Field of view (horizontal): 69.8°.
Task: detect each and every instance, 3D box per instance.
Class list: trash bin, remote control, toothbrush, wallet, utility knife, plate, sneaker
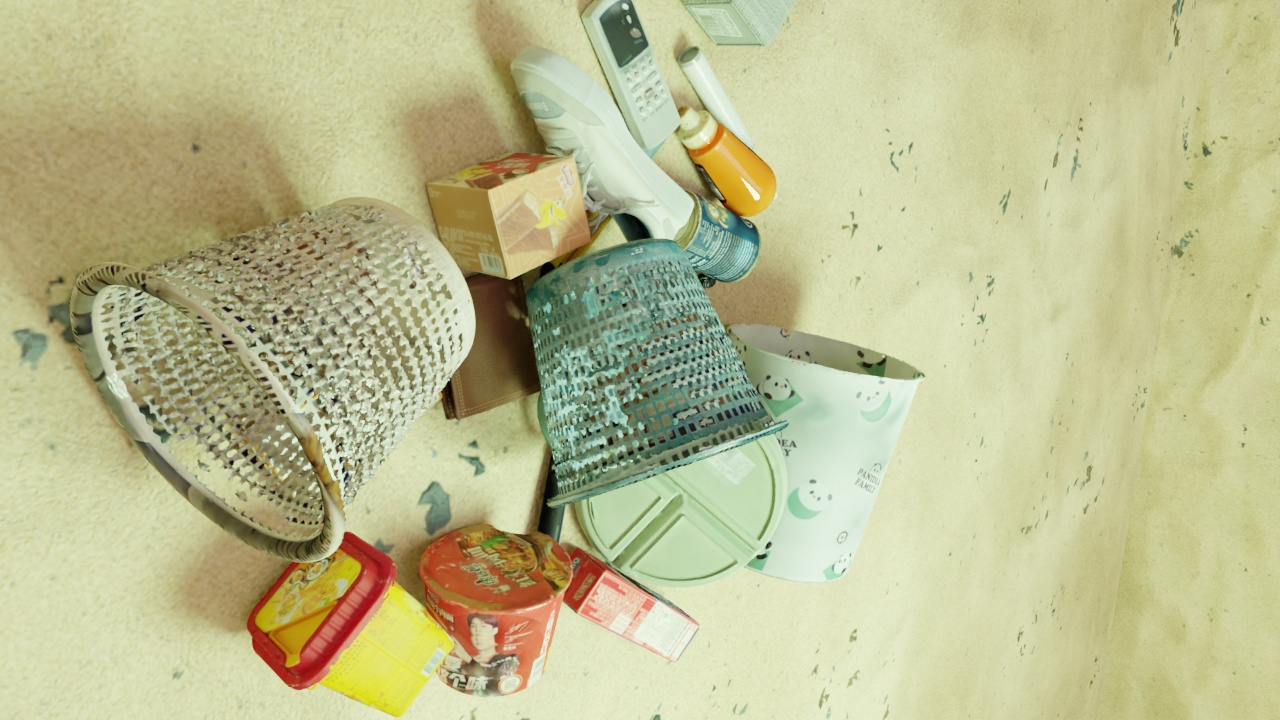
[{"bbox_3d":[0.186,0.106,1.079,0.229,0.230,0.252,-1,108,-46],"label":"trash bin"},{"bbox_3d":[-0.005,0.005,0.827,0.226,0.227,0.195,-13,82,-43],"label":"trash bin"},{"bbox_3d":[-0.006,-0.283,0.895,0.058,0.021,0.150,-46,127,-27],"label":"remote control"},{"bbox_3d":[0.033,-0.073,0.989,0.188,0.014,0.018,-23,127,-51],"label":"toothbrush"},{"bbox_3d":[-0.229,-0.008,0.633,0.191,0.228,0.228,-48,132,-42],"label":"trash bin"},{"bbox_3d":[0.104,-0.255,1.018,0.221,0.027,0.026,47,29,-42],"label":"toothbrush"},{"bbox_3d":[-0.140,-0.017,0.828,0.101,0.032,0.124,-21,107,-41],"label":"wallet"},{"bbox_3d":[-0.029,-0.162,0.917,0.230,0.015,0.033,-55,135,-20],"label":"utility knife"},{"bbox_3d":[-0.079,0.103,0.937,0.027,0.026,0.212,11,89,-54],"label":"toothbrush"},{"bbox_3d":[0.043,0.139,0.968,0.230,0.027,0.230,-1,105,-3],"label":"plate"},{"bbox_3d":[-0.046,-0.176,0.840,0.242,0.090,0.090,42,74,-41],"label":"sneaker"}]

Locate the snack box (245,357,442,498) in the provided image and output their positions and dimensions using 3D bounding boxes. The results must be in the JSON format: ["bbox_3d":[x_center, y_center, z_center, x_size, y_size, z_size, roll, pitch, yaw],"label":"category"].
[{"bbox_3d":[-0.239,0.044,0.754,0.153,0.026,0.075,-42,127,-30],"label":"snack box"}]

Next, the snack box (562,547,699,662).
[{"bbox_3d":[-0.013,0.277,1.025,0.058,0.057,0.207,-55,135,-8],"label":"snack box"}]

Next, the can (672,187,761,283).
[{"bbox_3d":[0.067,-0.132,0.980,0.111,0.075,0.075,15,90,-47],"label":"can"}]

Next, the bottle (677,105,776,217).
[{"bbox_3d":[0.087,-0.219,0.991,0.149,0.067,0.066,40,72,-37],"label":"bottle"}]

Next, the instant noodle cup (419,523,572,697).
[{"bbox_3d":[-0.136,0.232,0.843,0.137,0.138,0.109,-13,119,-43],"label":"instant noodle cup"}]

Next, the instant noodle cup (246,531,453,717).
[{"bbox_3d":[-0.229,0.219,0.746,0.115,0.116,0.124,-54,130,-20],"label":"instant noodle cup"}]

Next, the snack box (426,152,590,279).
[{"bbox_3d":[-0.112,-0.127,0.785,0.094,0.093,0.077,-31,122,-36],"label":"snack box"}]

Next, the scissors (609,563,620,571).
[{"bbox_3d":[-0.009,0.177,1.039,0.133,0.017,0.136,23,86,-42],"label":"scissors"}]

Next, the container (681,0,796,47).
[{"bbox_3d":[0.110,-0.391,0.941,0.090,0.090,0.114,35,79,-45],"label":"container"}]

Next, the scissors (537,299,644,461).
[{"bbox_3d":[-0.050,0.010,0.923,0.169,0.019,0.175,-25,106,-32],"label":"scissors"}]
